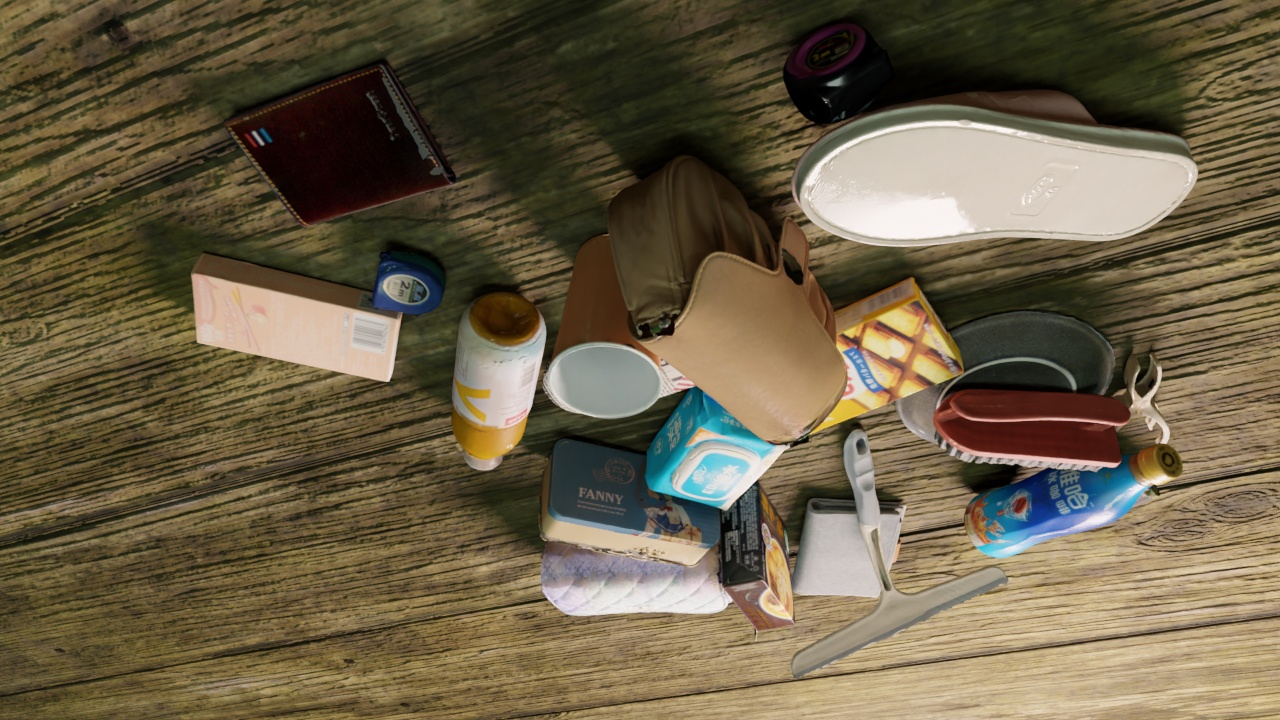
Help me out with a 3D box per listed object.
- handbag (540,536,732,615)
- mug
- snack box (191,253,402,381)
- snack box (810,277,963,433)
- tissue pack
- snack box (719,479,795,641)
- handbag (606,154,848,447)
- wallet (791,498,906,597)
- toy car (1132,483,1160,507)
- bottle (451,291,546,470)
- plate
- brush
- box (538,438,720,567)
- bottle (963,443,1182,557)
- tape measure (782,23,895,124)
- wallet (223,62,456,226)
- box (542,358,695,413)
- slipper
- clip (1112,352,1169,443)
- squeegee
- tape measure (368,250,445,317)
[{"bbox_3d":[0.003,0.229,0.973,0.194,0.075,0.134,-6,151,11],"label":"handbag"},{"bbox_3d":[-0.022,-0.030,0.658,0.078,0.122,0.078,1,138,1],"label":"mug"},{"bbox_3d":[-0.275,-0.032,0.741,0.157,0.026,0.085,13,138,-12],"label":"snack box"},{"bbox_3d":[0.175,-0.001,0.739,0.141,0.033,0.087,-24,123,28],"label":"snack box"},{"bbox_3d":[0.068,0.077,0.819,0.090,0.063,0.140,17,137,-16],"label":"tissue pack"},{"bbox_3d":[0.116,0.201,0.921,0.053,0.113,0.126,-16,136,20],"label":"snack box"},{"bbox_3d":[0.067,-0.040,0.622,0.100,0.147,0.204,-25,136,30],"label":"handbag"},{"bbox_3d":[0.219,0.196,0.965,0.106,0.036,0.130,2,127,0],"label":"wallet"},{"bbox_3d":[0.445,0.112,0.859,0.091,0.036,0.043,30,131,-27],"label":"toy car"},{"bbox_3d":[-0.123,0.026,0.768,0.068,0.067,0.190,10,138,-8],"label":"bottle"},{"bbox_3d":[0.309,0.028,0.781,0.179,0.024,0.180,2,139,1],"label":"plate"},{"bbox_3d":[0.311,0.050,0.742,0.146,0.063,0.069,4,149,1],"label":"brush"},{"bbox_3d":[-0.017,0.135,0.871,0.184,0.089,0.060,13,139,-19],"label":"box"},{"bbox_3d":[0.381,0.123,0.817,0.065,0.065,0.219,16,152,-15],"label":"bottle"},{"bbox_3d":[0.116,-0.168,0.543,0.057,0.057,0.039,-36,132,7],"label":"tape measure"},{"bbox_3d":[-0.201,-0.142,0.620,0.122,0.020,0.096,-13,136,14],"label":"wallet"},{"bbox_3d":[-0.004,0.001,0.759,0.164,0.057,0.071,-16,119,19],"label":"box"},{"bbox_3d":[0.226,-0.123,0.588,0.274,0.054,0.114,-1,143,-12],"label":"slipper"},{"bbox_3d":[0.433,0.039,0.781,0.092,0.034,0.103,12,130,-4],"label":"clip"},{"bbox_3d":[0.227,0.164,0.897,0.246,0.039,0.247,-22,116,-7],"label":"squeegee"},{"bbox_3d":[-0.178,-0.060,0.706,0.054,0.025,0.058,14,141,-15],"label":"tape measure"}]
